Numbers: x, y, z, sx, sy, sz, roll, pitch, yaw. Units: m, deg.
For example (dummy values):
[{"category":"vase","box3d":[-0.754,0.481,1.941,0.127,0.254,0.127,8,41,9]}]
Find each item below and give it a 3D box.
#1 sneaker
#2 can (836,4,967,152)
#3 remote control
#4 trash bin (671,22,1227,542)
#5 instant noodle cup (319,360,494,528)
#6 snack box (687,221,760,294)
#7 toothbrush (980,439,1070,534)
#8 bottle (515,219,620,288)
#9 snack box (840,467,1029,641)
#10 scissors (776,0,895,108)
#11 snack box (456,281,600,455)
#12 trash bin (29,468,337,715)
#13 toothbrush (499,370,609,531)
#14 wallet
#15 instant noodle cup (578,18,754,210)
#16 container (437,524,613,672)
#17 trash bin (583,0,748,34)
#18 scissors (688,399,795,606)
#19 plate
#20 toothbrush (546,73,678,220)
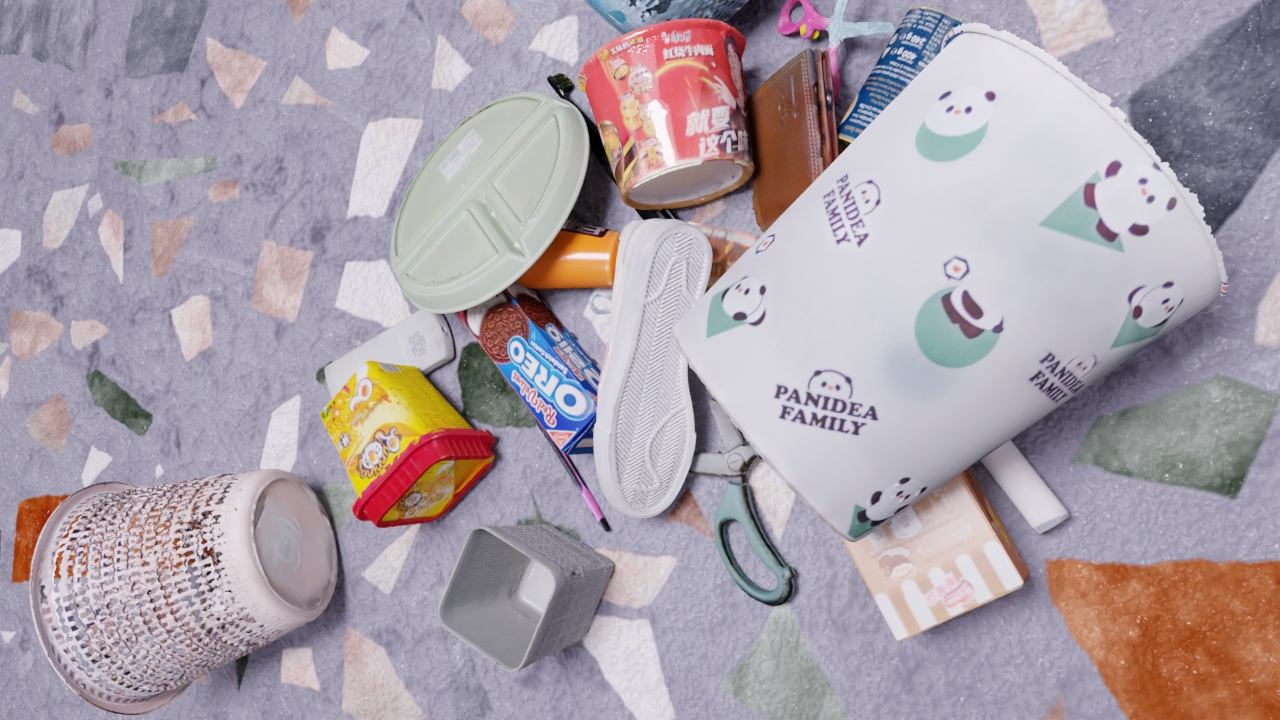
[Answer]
[{"category":"sneaker","box3d":[-0.004,0.004,0.740,0.091,0.089,0.242,27,113,57]},{"category":"can","box3d":[0.203,-0.195,0.682,0.075,0.075,0.111,34,99,24]},{"category":"remote control","box3d":[-0.249,0.002,0.909,0.150,0.021,0.058,-27,76,21]},{"category":"trash bin","box3d":[0.172,-0.035,0.579,0.252,0.229,0.229,-41,69,9]},{"category":"instant noodle cup","box3d":[-0.217,0.072,0.833,0.116,0.116,0.123,-46,69,15]},{"category":"snack box","box3d":[0.093,-0.061,0.737,0.154,0.026,0.075,19,93,34]},{"category":"toothbrush","box3d":[0.231,0.028,0.674,0.221,0.026,0.026,57,142,19]},{"category":"bottle","box3d":[-0.045,-0.091,0.801,0.150,0.066,0.066,8,88,19]},{"category":"snack box","box3d":[0.206,0.130,0.647,0.093,0.077,0.094,-32,71,19]},{"category":"scissors","box3d":[0.150,-0.253,0.721,0.133,0.017,0.136,30,120,54]},{"category":"snack box","box3d":[-0.096,-0.010,0.817,0.057,0.058,0.207,-46,68,17]},{"category":"trash bin","box3d":[-0.412,0.200,0.877,0.192,0.227,0.227,-18,77,10]},{"category":"toothbrush","box3d":[-0.079,0.075,0.825,0.018,0.014,0.189,-43,69,26]},{"category":"wallet","box3d":[0.118,-0.164,0.710,0.032,0.101,0.124,-1,81,-19]},{"category":"instant noodle cup","box3d":[0.029,-0.189,0.733,0.138,0.137,0.108,-16,82,23]},{"category":"container","box3d":[-0.089,0.190,0.762,0.090,0.114,0.090,26,96,26]},{"category":"trash bin","box3d":[0.038,-0.359,0.717,0.196,0.226,0.226,-44,68,29]},{"category":"scissors","box3d":[0.112,0.105,0.716,0.175,0.019,0.170,-14,86,32]},{"category":"plate","box3d":[-0.143,-0.148,0.821,0.231,0.027,0.229,-20,53,28]},{"category":"toothbrush","box3d":[-0.025,-0.184,0.819,0.027,0.026,0.212,-29,69,-15]}]
